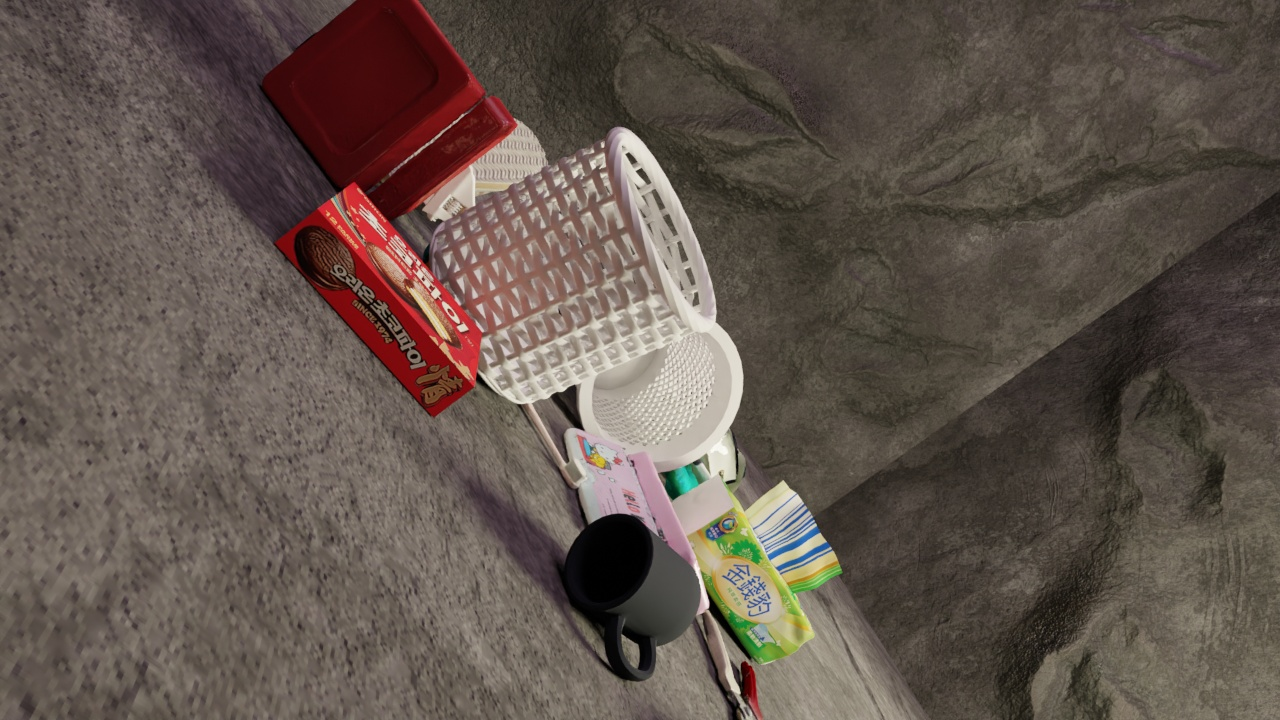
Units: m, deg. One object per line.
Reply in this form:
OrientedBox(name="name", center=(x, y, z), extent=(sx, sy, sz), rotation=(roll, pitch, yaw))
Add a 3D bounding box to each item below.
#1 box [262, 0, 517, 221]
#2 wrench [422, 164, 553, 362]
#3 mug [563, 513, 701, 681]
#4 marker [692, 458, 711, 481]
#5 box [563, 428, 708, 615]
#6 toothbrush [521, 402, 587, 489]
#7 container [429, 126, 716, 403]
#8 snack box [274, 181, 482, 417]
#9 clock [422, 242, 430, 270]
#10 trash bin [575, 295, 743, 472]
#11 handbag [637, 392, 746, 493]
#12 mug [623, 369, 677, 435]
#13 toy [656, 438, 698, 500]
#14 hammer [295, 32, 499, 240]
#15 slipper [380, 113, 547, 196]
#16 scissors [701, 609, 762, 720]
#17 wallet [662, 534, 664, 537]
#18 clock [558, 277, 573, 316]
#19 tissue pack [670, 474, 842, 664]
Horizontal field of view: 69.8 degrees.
OrientedBox(name="box", center=(-0.223, -0.233, 0.837), extent=(0.170, 0.157, 0.156), rotation=(52, 4, -18))
OrientedBox(name="wrench", center=(-0.154, -0.093, 0.970), extent=(0.273, 0.066, 0.018), rotation=(62, 3, -13))
OrientedBox(name="mug", center=(-0.005, 0.172, 0.648), extent=(0.077, 0.071, 0.104), rotation=(48, 34, -44))
OrientedBox(name="marker", center=(0.093, 0.161, 1.149), extent=(0.152, 0.011, 0.011), rotation=(56, 6, 17))
OrientedBox(name="box", center=(0.002, 0.141, 0.879), extent=(0.153, 0.066, 0.201), rotation=(50, 5, -27))
OrientedBox(name="toothbrush", center=(-0.101, 0.043, 0.858), extent=(0.181, 0.018, 0.015), rotation=(55, 17, 23))
OrientedBox(name="container", center=(-0.056, -0.079, 0.814), extent=(0.189, 0.187, 0.189), rotation=(55, 20, -33))
OrientedBox(name="snack box", center=(-0.179, -0.048, 0.661), extent=(0.152, 0.036, 0.132), rotation=(52, 6, -19))
OrientedBox(name="clock", center=(-0.168, -0.067, 0.867), extent=(0.099, 0.044, 0.129), rotation=(51, 13, -23))
OrientedBox(name="trash bin", center=(-0.007, 0.007, 1.115), extent=(0.195, 0.195, 0.199), rotation=(51, -3, -26))
OrientedBox(name="handbag", center=(0.076, 0.142, 1.275), extent=(0.151, 0.073, 0.176), rotation=(28, -41, 47))
OrientedBox(name="mug", center=(0.000, 0.056, 1.341), extent=(0.090, 0.091, 0.121), rotation=(44, 44, -59))
OrientedBox(name="toy", center=(0.063, 0.182, 1.156), extent=(0.193, 0.072, 0.130), rotation=(61, 3, -29))
OrientedBox(name="hammer", center=(-0.272, -0.237, 1.075), extent=(0.328, 0.039, 0.131), rotation=(50, 7, -25))
OrientedBox(name="slipper", center=(-0.212, -0.233, 1.048), extent=(0.262, 0.052, 0.115), rotation=(-21, 77, -53))
OrientedBox(name="scissors", center=(0.092, 0.306, 0.859), extent=(0.179, 0.015, 0.185), rotation=(59, 8, 34))
OrientedBox(name="wallet", center=(0.039, 0.214, 0.998), extent=(0.087, 0.013, 0.121), rotation=(57, 4, -18))
OrientedBox(name="clock", center=(-0.114, -0.089, 1.207), extent=(0.042, 0.091, 0.120), rotation=(41, 22, -16))
OrientedBox(name="tissue pack", center=(0.140, 0.222, 1.042), extent=(0.198, 0.141, 0.120), rotation=(57, 3, -20))
